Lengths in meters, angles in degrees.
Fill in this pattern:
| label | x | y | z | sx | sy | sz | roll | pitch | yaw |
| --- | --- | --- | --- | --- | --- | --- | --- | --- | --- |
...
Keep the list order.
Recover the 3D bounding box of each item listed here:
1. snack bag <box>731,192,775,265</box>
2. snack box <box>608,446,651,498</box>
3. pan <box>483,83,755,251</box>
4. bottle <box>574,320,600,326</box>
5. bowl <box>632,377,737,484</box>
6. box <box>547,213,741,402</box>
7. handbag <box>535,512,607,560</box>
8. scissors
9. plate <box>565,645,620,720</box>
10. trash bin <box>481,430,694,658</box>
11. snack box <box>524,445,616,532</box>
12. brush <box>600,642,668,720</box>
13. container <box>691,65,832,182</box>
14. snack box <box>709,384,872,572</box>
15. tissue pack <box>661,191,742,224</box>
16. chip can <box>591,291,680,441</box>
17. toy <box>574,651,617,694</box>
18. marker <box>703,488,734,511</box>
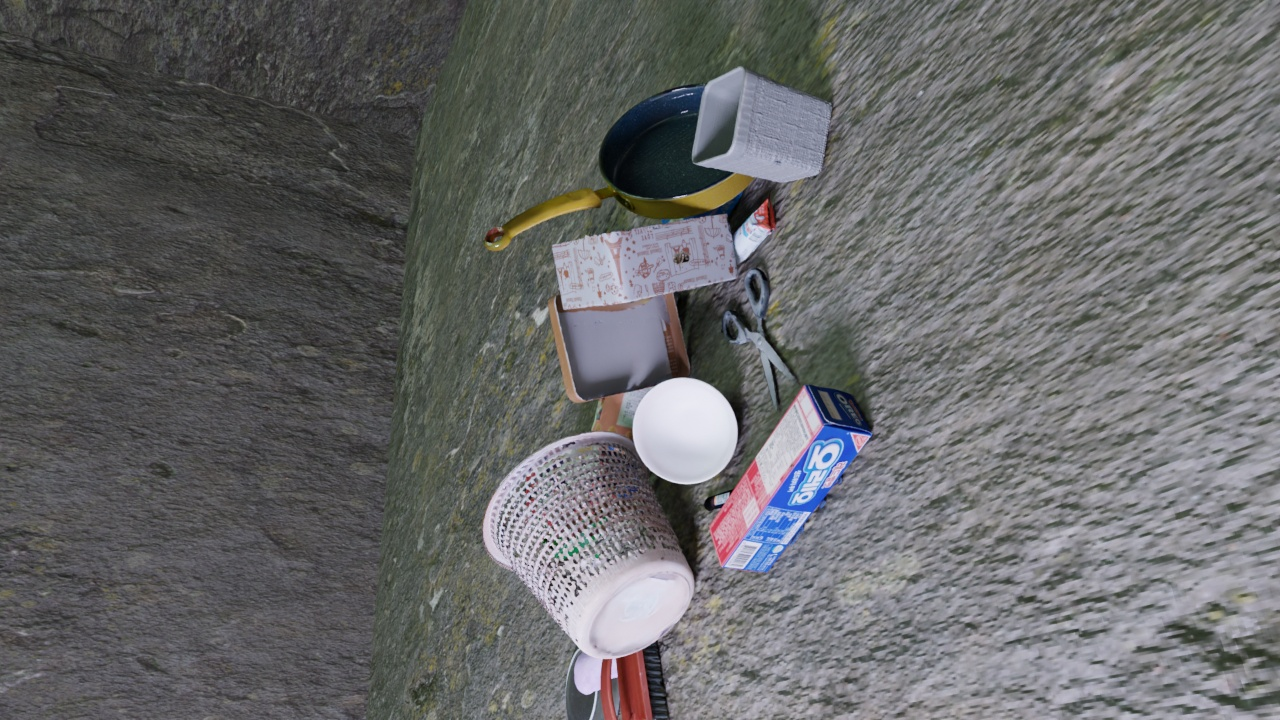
| label | x | y | z | sx | sy | sz | roll | pitch | yaw |
| --- | --- | --- | --- | --- | --- | --- | --- | --- | --- |
| snack bag | 0.124 | -0.143 | 1.039 | 0.104 | 0.026 | 0.048 | -44 | 34 | 54 |
| snack box | -0.019 | 0.103 | 1.258 | 0.085 | 0.026 | 0.157 | -62 | 30 | 34 |
| pan | -0.018 | -0.209 | 1.043 | 0.197 | 0.357 | 0.078 | 45 | 167 | 40 |
| bottle | -0.068 | -0.112 | 1.415 | 0.175 | 0.057 | 0.057 | -63 | 29 | 33 |
| bowl | 0.057 | 0.076 | 1.038 | 0.064 | 0.118 | 0.118 | -11 | -65 | -73 |
| box | 0.006 | -0.054 | 1.052 | 0.157 | 0.182 | 0.193 | -4 | 98 | 55 |
| handbag | -0.095 | 0.227 | 1.342 | 0.120 | 0.068 | 0.131 | -67 | 24 | 8 |
| scissors | 0.128 | -0.026 | 0.997 | 0.160 | 0.014 | 0.170 | 177 | 102 | -66 |
| plate | -0.072 | 0.447 | 1.246 | 0.180 | 0.024 | 0.179 | -36 | 49 | 57 |
| trash bin | -0.046 | 0.226 | 1.072 | 0.192 | 0.227 | 0.228 | 49 | 126 | 43 |
| snack box | -0.096 | 0.175 | 1.279 | 0.127 | 0.044 | 0.113 | -29 | 29 | 13 |
| brush | -0.014 | 0.371 | 1.089 | 0.063 | 0.069 | 0.145 | -53 | 35 | 44 |
| container | 0.129 | -0.239 | 0.956 | 0.090 | 0.114 | 0.090 | -171 | 91 | -66 |
| snack box | 0.137 | 0.117 | 0.869 | 0.058 | 0.057 | 0.208 | -104 | 33 | -48 |
| tissue pack | 0.076 | -0.198 | 1.136 | 0.158 | 0.052 | 0.094 | -59 | 33 | 39 |
| chip can | -0.007 | 0.007 | 1.183 | 0.071 | 0.071 | 0.214 | -6 | 69 | 65 |
| toy | -0.047 | 0.384 | 1.178 | 0.108 | 0.039 | 0.083 | -43 | 36 | 23 |
| marker | 0.100 | 0.149 | 0.993 | 0.124 | 0.015 | 0.018 | 147 | 130 | -62 |
